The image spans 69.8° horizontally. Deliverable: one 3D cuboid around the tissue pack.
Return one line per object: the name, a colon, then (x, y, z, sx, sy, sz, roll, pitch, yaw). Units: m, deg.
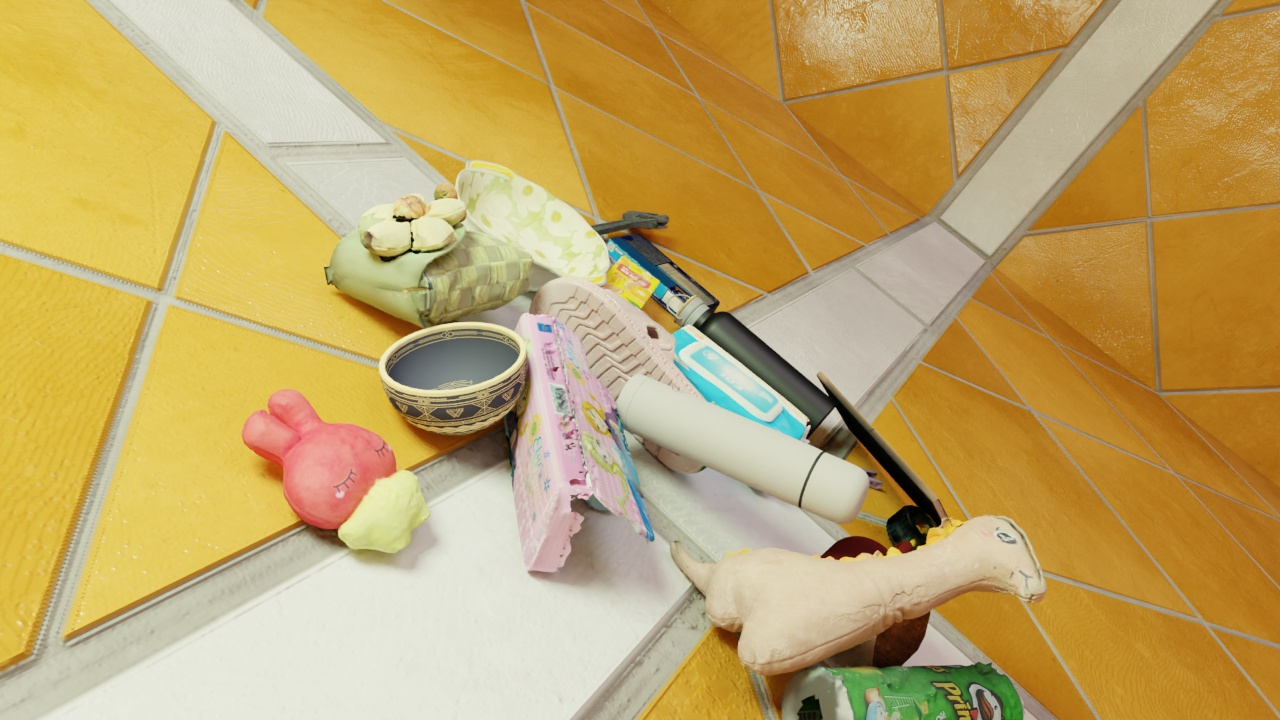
tissue pack: (0.080, 0.040, 0.964, 0.209, 0.066, 0.116, 38, 25, 10)

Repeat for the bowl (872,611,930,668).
bowl: (0.230, 0.222, 0.784, 0.026, 0.114, 0.101, 19, 46, 29)

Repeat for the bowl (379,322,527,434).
bowl: (-0.143, 0.022, 0.721, 0.112, 0.061, 0.112, -2, 29, 1)

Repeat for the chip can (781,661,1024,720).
chip can: (0.207, 0.275, 0.718, 0.223, 0.076, 0.075, 14, 34, -36)

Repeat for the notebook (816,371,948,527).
notebook: (0.283, 0.113, 1.048, 0.209, 0.008, 0.141, 54, 4, 41)

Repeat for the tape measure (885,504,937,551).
tape measure: (0.298, 0.191, 1.000, 0.067, 0.038, 0.062, 10, 43, -38)

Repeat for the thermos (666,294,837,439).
thermos: (0.122, -0.002, 1.080, 0.231, 0.061, 0.061, 41, 27, 12)

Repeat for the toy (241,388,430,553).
toy: (-0.199, 0.072, 0.605, 0.135, 0.045, 0.091, 42, 25, 0)

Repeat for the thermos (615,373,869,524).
thermos: (0.084, 0.075, 0.787, 0.224, 0.052, 0.052, 22, 21, 22)

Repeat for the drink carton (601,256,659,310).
drink carton: (-0.023, -0.073, 1.050, 0.058, 0.043, 0.134, 34, 26, -1)

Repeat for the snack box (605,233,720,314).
snack box: (0.027, -0.106, 1.178, 0.150, 0.027, 0.082, 41, 29, 15)

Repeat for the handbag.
handbag: (-0.178, -0.096, 0.811, 0.113, 0.117, 0.186, 18, 19, 26)

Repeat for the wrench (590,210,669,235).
wrench: (-0.035, -0.176, 1.204, 0.073, 0.018, 0.272, 14, 19, 25)

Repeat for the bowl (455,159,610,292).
bowl: (-0.128, -0.132, 1.004, 0.188, 0.060, 0.219, -3, 46, -52)

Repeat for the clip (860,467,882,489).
clip: (0.259, 0.133, 1.075, 0.053, 0.013, 0.036, 10, 35, -36)

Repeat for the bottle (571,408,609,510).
bottle: (-0.040, 0.071, 0.798, 0.040, 0.040, 0.130, 20, 31, -29)

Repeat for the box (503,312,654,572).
box: (-0.051, 0.060, 0.738, 0.096, 0.085, 0.230, 11, 34, -22)

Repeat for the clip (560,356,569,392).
clip: (-0.082, 0.016, 0.857, 0.043, 0.025, 0.060, 36, 30, 0)

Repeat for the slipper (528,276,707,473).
slipper: (-0.005, 0.005, 0.887, 0.239, 0.094, 0.064, 45, 33, 12)

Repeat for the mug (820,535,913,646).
mug: (0.191, 0.192, 0.797, 0.073, 0.106, 0.082, 52, 30, 13)

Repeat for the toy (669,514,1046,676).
toy: (0.174, 0.161, 0.730, 0.263, 0.065, 0.196, -19, 34, -20)
